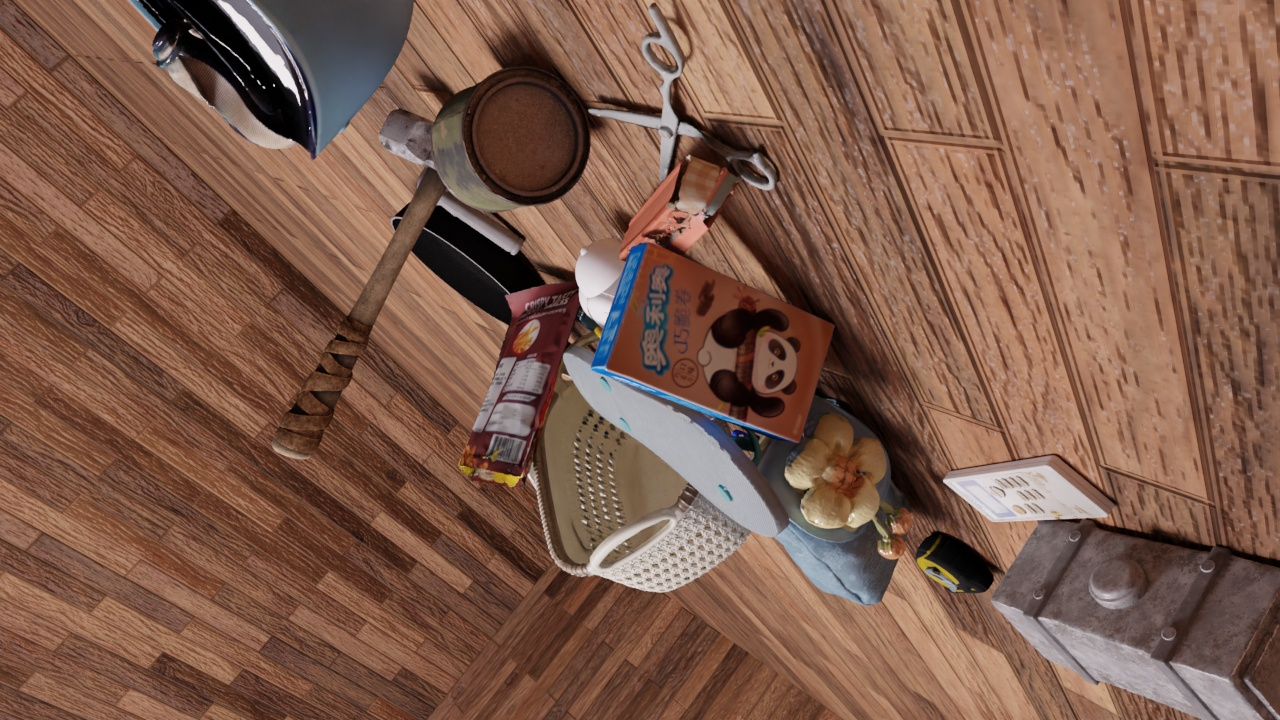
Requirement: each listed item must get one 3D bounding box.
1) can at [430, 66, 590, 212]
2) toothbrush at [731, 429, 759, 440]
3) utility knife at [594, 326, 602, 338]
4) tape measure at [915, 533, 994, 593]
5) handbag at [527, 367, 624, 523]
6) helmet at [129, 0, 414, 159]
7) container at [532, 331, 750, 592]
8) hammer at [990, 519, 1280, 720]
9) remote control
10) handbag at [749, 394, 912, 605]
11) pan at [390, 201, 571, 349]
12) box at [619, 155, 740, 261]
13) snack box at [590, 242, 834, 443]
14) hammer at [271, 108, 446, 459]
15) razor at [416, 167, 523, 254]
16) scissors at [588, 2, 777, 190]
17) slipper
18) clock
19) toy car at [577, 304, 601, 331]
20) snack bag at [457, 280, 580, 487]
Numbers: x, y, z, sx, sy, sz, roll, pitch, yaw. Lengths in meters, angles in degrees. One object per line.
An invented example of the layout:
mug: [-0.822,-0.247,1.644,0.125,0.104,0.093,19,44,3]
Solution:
can: [-0.089,-0.148,0.625,0.090,0.089,0.075,46,164,-24]
toothbrush: [0.165,0.113,0.920,0.182,0.016,0.018,31,158,30]
utility knife: [-0.005,0.005,0.822,0.030,0.017,0.151,42,-176,-38]
tape measure: [0.277,0.185,0.824,0.061,0.034,0.062,40,165,6]
handbag: [-0.068,0.082,1.057,0.199,0.093,0.200,50,-157,-12]
helmet: [-0.242,-0.247,0.553,0.266,0.166,0.225,25,158,38]
container: [0.002,0.095,0.869,0.143,0.185,0.245,37,-155,-37]
hammer: [0.396,0.238,0.604,0.326,0.079,0.177,44,164,-18]
remote control: [0.261,0.091,0.632,0.050,0.011,0.136,40,165,0]
handbag: [0.163,0.119,0.750,0.119,0.121,0.192,3,143,49]
pan: [-0.133,-0.067,1.052,0.356,0.044,0.204,34,166,7]
box: [0.016,-0.093,0.603,0.056,0.059,0.187,64,167,1]
snack box: [0.050,-0.009,0.609,0.151,0.087,0.034,21,172,-21]
hammer: [-0.229,-0.059,0.797,0.049,0.319,0.121,29,-179,36]
razor: [-0.172,-0.147,0.936,0.116,0.047,0.088,33,166,-6]
scissors: [0.018,-0.143,0.531,0.141,0.014,0.175,31,166,20]
slipper: [0.026,0.040,0.711,0.269,0.054,0.098,32,154,46]
clock: [0.013,-0.026,0.750,0.161,0.072,0.125,36,170,6]
toy car: [-0.043,-0.040,0.952,0.060,0.027,0.108,40,165,-2]
snack bag: [-0.117,0.017,0.898,0.066,0.207,0.139,24,159,-34]
